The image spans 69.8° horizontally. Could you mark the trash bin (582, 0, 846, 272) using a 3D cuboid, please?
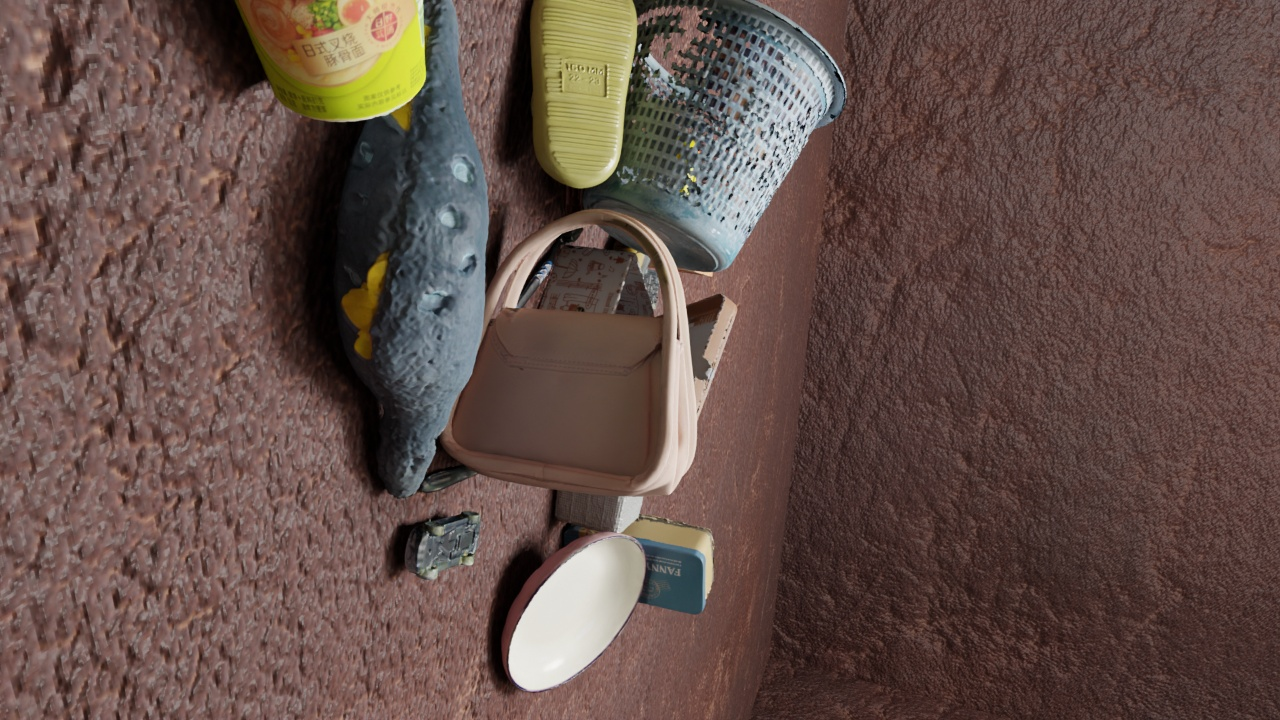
[{"bbox_3d":[0.049,-0.199,0.854,0.195,0.227,0.226,-66,161,-8],"label":"trash bin"}]

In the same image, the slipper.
[{"bbox_3d":[-0.059,-0.235,0.781,0.082,0.091,0.190,165,-71,-65],"label":"slipper"}]

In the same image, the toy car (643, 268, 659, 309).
[{"bbox_3d":[-0.001,-0.089,1.111,0.105,0.031,0.049,-4,103,-74],"label":"toy car"}]

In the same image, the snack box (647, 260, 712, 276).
[{"bbox_3d":[0.038,-0.146,1.097,0.094,0.093,0.077,-5,105,-73],"label":"snack box"}]

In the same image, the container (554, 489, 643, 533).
[{"bbox_3d":[-0.039,0.123,1.011,0.090,0.090,0.114,-20,121,-70],"label":"container"}]

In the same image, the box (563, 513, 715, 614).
[{"bbox_3d":[0.005,0.227,1.049,0.061,0.184,0.090,-47,138,-57],"label":"box"}]

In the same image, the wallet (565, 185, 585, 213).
[{"bbox_3d":[-0.038,-0.196,0.929,0.124,0.032,0.101,-17,115,-69],"label":"wallet"}]

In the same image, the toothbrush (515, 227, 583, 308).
[{"bbox_3d":[-0.093,-0.075,0.845,0.189,0.016,0.014,-62,150,-43],"label":"toothbrush"}]

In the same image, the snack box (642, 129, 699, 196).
[{"bbox_3d":[0.022,-0.215,1.019,0.080,0.091,0.082,-30,129,-77],"label":"snack box"}]

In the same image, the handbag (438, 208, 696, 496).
[{"bbox_3d":[-0.048,-0.012,0.741,0.093,0.193,0.234,35,61,-73],"label":"handbag"}]

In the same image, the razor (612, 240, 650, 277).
[{"bbox_3d":[-0.020,-0.095,1.027,0.067,0.062,0.167,14,91,-43],"label":"razor"}]

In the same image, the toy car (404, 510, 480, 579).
[{"bbox_3d":[-0.157,0.143,0.726,0.090,0.034,0.043,-3,105,-71],"label":"toy car"}]

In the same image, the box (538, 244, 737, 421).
[{"bbox_3d":[-0.003,0.006,0.903,0.153,0.178,0.182,67,36,-59],"label":"box"}]

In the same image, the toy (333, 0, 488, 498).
[{"bbox_3d":[-0.144,-0.063,0.583,0.138,0.091,0.357,-120,-145,-72],"label":"toy"}]

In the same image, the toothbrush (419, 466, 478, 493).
[{"bbox_3d":[-0.139,0.095,0.791,0.181,0.018,0.015,-4,106,-71],"label":"toothbrush"}]

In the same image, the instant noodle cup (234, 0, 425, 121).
[{"bbox_3d":[-0.151,-0.188,0.446,0.124,0.112,0.111,92,17,-47],"label":"instant noodle cup"}]

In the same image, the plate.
[{"bbox_3d":[-0.074,0.257,0.965,0.191,0.039,0.193,-29,135,-34],"label":"plate"}]
